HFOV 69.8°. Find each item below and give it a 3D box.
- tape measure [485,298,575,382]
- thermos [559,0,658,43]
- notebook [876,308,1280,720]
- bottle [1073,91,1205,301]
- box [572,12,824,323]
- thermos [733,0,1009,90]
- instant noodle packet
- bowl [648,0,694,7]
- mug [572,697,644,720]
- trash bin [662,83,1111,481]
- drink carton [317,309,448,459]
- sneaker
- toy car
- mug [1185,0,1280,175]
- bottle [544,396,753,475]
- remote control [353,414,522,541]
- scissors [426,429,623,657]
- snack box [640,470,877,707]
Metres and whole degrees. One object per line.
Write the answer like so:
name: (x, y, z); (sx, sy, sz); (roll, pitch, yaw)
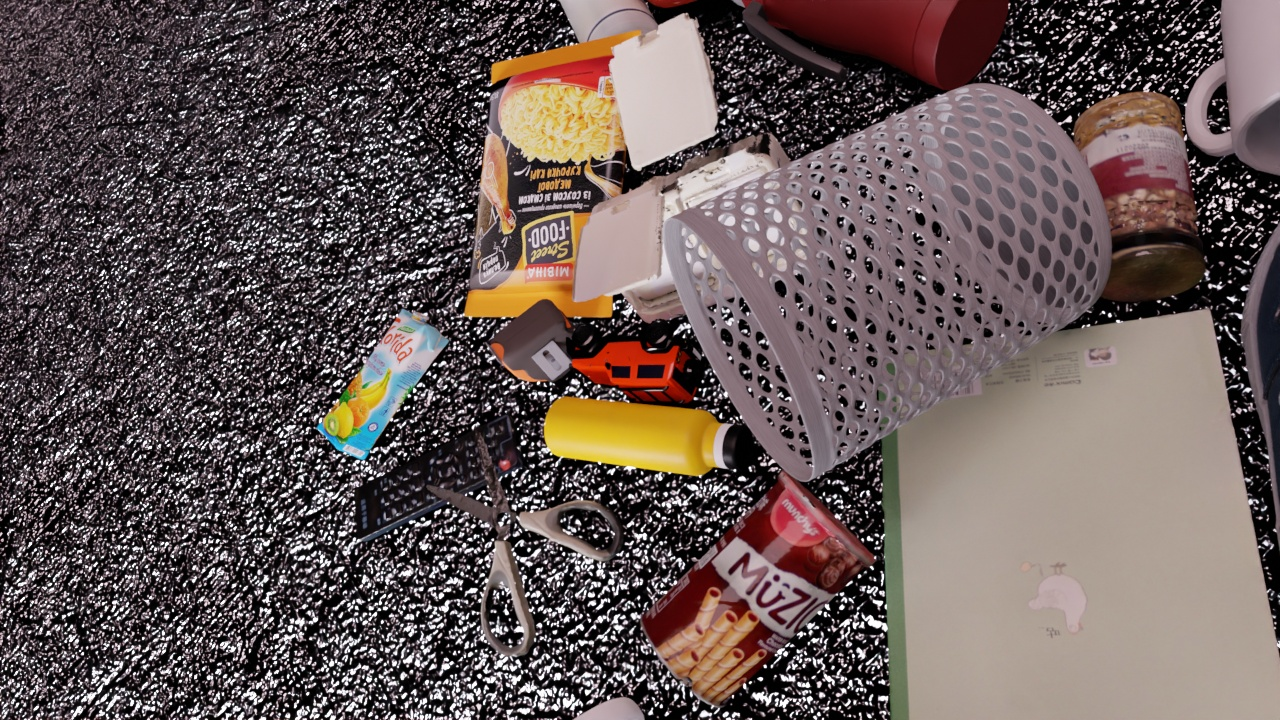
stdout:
tape measure: (-0.073, -0.008, 0.680); (0.058, 0.059, 0.038); (-37, 54, -2)
thermos: (-0.038, -0.322, 0.805); (0.068, 0.068, 0.229); (-31, 56, 15)
notebook: (0.219, 0.099, 0.486); (0.182, 0.010, 0.252); (-9, 63, 27)
bottle: (0.277, -0.091, 0.513); (0.056, 0.056, 0.105); (-7, 64, 28)
box: (0.014, -0.091, 0.571); (0.144, 0.187, 0.104); (-20, 34, 27)
thermos: (0.145, -0.254, 0.652); (0.108, 0.084, 0.198); (-50, 55, -1)
instant noodle packet: (-0.074, -0.144, 0.734); (0.160, 0.032, 0.220); (3, 85, 38)
bowl: (0.047, -0.323, 0.747); (0.131, 0.045, 0.130); (-20, 25, 10)
mug: (-0.051, 0.237, 0.524); (0.119, 0.100, 0.085); (-47, 53, 3)
trash bin: (0.130, -0.047, 0.497); (0.183, 0.156, 0.156); (-28, 54, -6)
drink carton: (-0.213, 0.018, 0.764); (0.044, 0.038, 0.129); (32, 86, 37)
sneaker: (0.329, 0.009, 0.415); (0.089, 0.087, 0.235); (-2, 67, 30)
toy car: (-0.004, 0.004, 0.638); (0.100, 0.051, 0.048); (-1, 66, 30)
mug: (0.350, -0.154, 0.488); (0.122, 0.091, 0.090); (-28, 49, 58)
bottle: (0.005, 0.051, 0.615); (0.144, 0.043, 0.043); (4, 70, 32)
remote control: (-0.155, 0.093, 0.706); (0.150, 0.022, 0.047); (-26, 56, 16)
scissors: (-0.085, 0.123, 0.643); (0.158, 0.012, 0.171); (-9, 70, 18)
snack box: (0.066, 0.130, 0.524); (0.121, 0.072, 0.072); (-46, 53, 4)
